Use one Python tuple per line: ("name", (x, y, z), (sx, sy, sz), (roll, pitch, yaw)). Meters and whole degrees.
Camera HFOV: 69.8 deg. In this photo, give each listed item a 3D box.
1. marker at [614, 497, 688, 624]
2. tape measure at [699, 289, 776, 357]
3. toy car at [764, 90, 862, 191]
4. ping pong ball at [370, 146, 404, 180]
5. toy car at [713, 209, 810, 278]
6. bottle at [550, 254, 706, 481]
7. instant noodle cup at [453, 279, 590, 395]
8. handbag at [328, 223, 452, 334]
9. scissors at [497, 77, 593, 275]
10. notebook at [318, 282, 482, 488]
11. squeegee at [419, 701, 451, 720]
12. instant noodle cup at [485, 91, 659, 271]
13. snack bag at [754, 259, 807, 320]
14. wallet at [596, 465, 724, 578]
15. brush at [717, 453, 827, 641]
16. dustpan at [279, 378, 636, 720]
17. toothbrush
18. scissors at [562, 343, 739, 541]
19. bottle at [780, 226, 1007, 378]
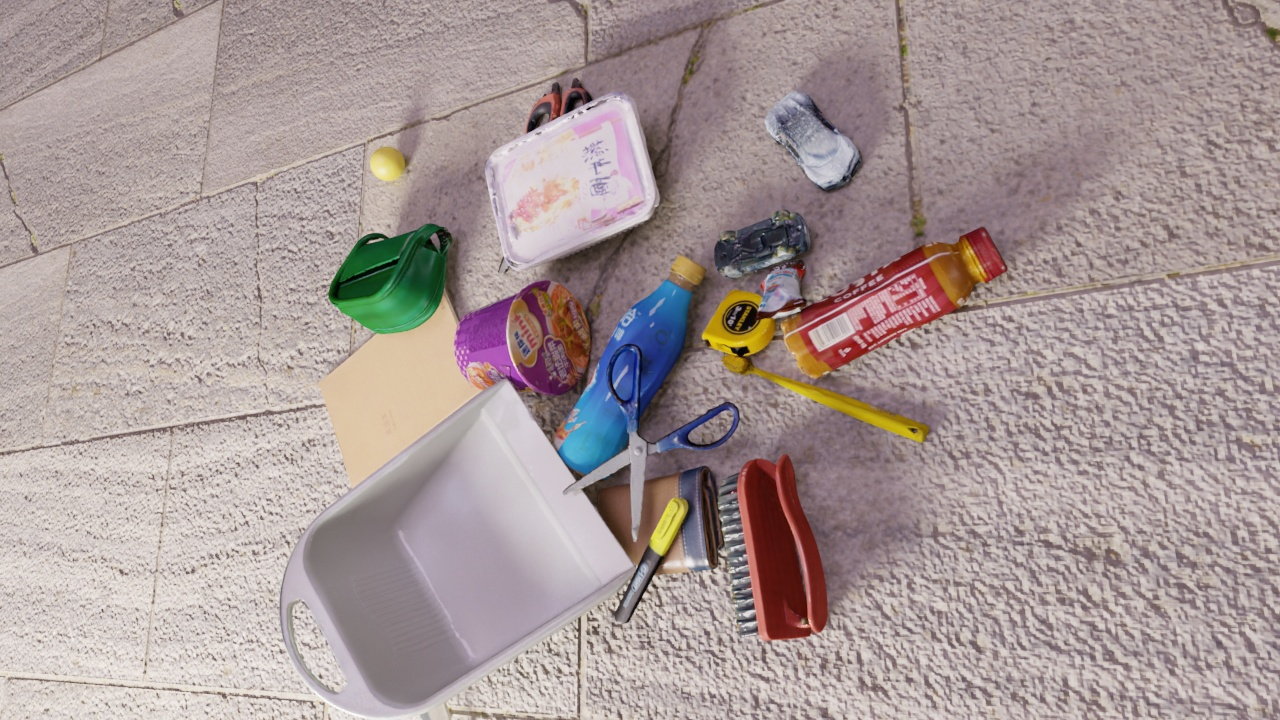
("marker", (0.008, 0.172, 0.785), (0.018, 0.015, 0.124), (33, 101, 37))
("tape measure", (0.091, -0.031, 0.811), (0.057, 0.029, 0.060), (19, 69, 32))
("toy car", (0.152, -0.197, 0.816), (0.049, 0.031, 0.105), (-43, 61, 16))
("ping pong ball", (-0.302, -0.235, 1.095), (0.040, 0.040, 0.040), (-8, 74, 29))
("toy car", (0.108, -0.101, 0.818), (0.091, 0.034, 0.043), (-18, 72, 29))
("bottle", (-0.005, 0.005, 0.842), (0.065, 0.065, 0.219), (34, 96, 33))
("instant noodle cup", (-0.121, -0.015, 0.899), (0.099, 0.111, 0.111), (-10, 73, 39))
("handbag", (-0.275, -0.095, 1.026), (0.132, 0.068, 0.120), (-3, 58, 40))
("scissors", (-0.120, -0.197, 0.992), (0.211, 0.015, 0.176), (-38, 63, 18))
("notebook", (-0.272, 0.029, 1.031), (0.212, 0.012, 0.149), (-36, 62, 20))
("squeegee", (-0.134, 0.238, 0.879), (0.247, 0.039, 0.246), (-33, 74, 20))
("instant noodle cup", (-0.061, -0.171, 0.914), (0.174, 0.060, 0.138), (-20, 74, 21))
("snack bag", (0.119, -0.056, 0.775), (0.045, 0.105, 0.026), (-16, 110, 16))
("wallet", (0.014, 0.148, 0.816), (0.115, 0.033, 0.090), (-16, 68, 28))
("brush", (0.108, 0.149, 0.740), (0.069, 0.063, 0.145), (-24, 64, 37))
("dustpan", (-0.182, 0.181, 0.802), (0.258, 0.142, 0.222), (-44, 70, 21))
("toothbrush", (0.149, 0.028, 0.771), (0.190, 0.016, 0.015), (22, 91, 33))
("scissors", (0.007, 0.068, 0.796), (0.162, 0.012, 0.175), (-8, 84, 6))
("bottle", (0.201, -0.047, 0.733), (0.175, 0.057, 0.057), (-29, 65, 23))
